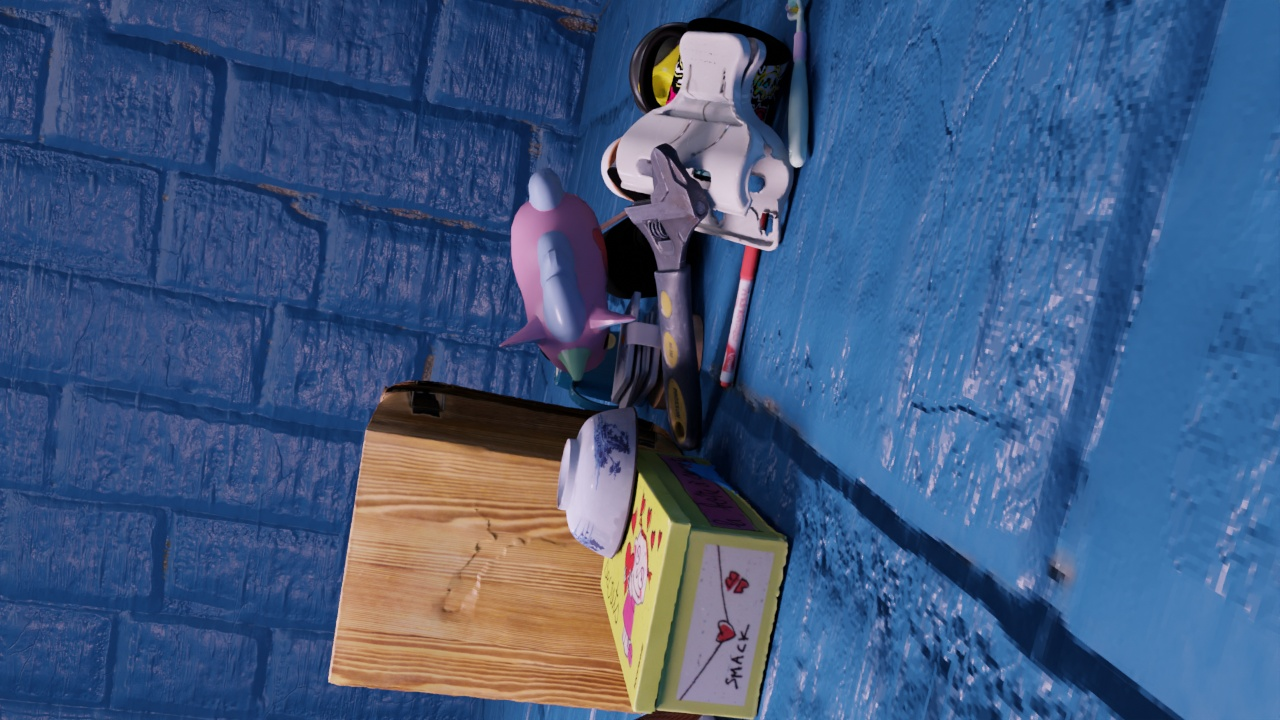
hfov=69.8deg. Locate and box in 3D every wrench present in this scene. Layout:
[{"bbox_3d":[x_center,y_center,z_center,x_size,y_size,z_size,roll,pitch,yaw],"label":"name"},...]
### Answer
[{"bbox_3d":[0.028,-0.037,0.700,0.073,0.022,0.274,28,138,38],"label":"wrench"}]

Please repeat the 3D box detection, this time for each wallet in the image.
[{"bbox_3d":[-0.005,0.005,0.871,0.119,0.037,0.115,123,155,-73],"label":"wallet"}]

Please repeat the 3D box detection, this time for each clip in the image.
[{"bbox_3d":[0.041,-0.154,0.646,0.126,0.101,0.152,23,130,41],"label":"clip"}]

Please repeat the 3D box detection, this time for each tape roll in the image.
[{"bbox_3d":[0.032,0.000,0.858,0.094,0.027,0.094,-172,91,-80],"label":"tape roll"}]

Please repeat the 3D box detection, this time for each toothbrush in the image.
[{"bbox_3d":[0.111,-0.199,0.647,0.022,0.015,0.154,116,161,-61],"label":"toothbrush"}]

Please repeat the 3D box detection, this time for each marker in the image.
[{"bbox_3d":[0.078,-0.049,0.698,0.013,0.013,0.142,-137,57,-78],"label":"marker"}]

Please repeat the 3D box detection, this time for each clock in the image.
[{"bbox_3d":[0.018,-0.179,0.920,0.035,0.094,0.123,-58,16,-5],"label":"clock"}]

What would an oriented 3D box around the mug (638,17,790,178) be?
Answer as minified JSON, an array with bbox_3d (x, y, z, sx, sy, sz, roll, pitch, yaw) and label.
[{"bbox_3d":[0.049,-0.216,0.731,0.081,0.118,0.098,-33,-31,-46],"label":"mug"}]

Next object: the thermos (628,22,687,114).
[{"bbox_3d":[0.033,-0.298,0.971,0.220,0.098,0.098,-102,23,-78],"label":"thermos"}]

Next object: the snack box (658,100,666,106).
[{"bbox_3d":[0.035,-0.215,0.915,0.148,0.040,0.029,73,-155,-83],"label":"snack box"}]

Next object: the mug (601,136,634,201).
[{"bbox_3d":[-0.004,-0.236,1.118,0.105,0.082,0.082,-122,43,-76],"label":"mug"}]

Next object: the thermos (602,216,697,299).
[{"bbox_3d":[0.004,-0.108,0.946,0.199,0.086,0.086,-164,84,-80],"label":"thermos"}]

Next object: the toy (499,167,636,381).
[{"bbox_3d":[-0.076,-0.088,0.866,0.171,0.120,0.222,70,-171,-87],"label":"toy"}]

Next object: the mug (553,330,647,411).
[{"bbox_3d":[-0.043,0.015,1.039,0.112,0.104,0.085,-90,14,-46],"label":"mug"}]

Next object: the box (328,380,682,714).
[{"bbox_3d":[-0.118,0.153,0.840,0.192,0.279,0.251,-116,37,-75],"label":"box"}]

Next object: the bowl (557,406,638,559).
[{"bbox_3d":[-0.036,0.087,0.687,0.114,0.045,0.114,-171,91,-81],"label":"bowl"}]

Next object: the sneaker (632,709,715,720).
[{"bbox_3d":[0.008,0.308,0.648,0.098,0.083,0.242,60,148,16],"label":"sneaker"}]

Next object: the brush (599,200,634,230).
[{"bbox_3d":[-0.014,-0.173,1.036,0.015,0.135,0.050,57,167,-2],"label":"brush"}]

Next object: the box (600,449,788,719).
[{"bbox_3d":[0.024,0.141,0.637,0.221,0.079,0.124,-139,59,-77],"label":"box"}]
